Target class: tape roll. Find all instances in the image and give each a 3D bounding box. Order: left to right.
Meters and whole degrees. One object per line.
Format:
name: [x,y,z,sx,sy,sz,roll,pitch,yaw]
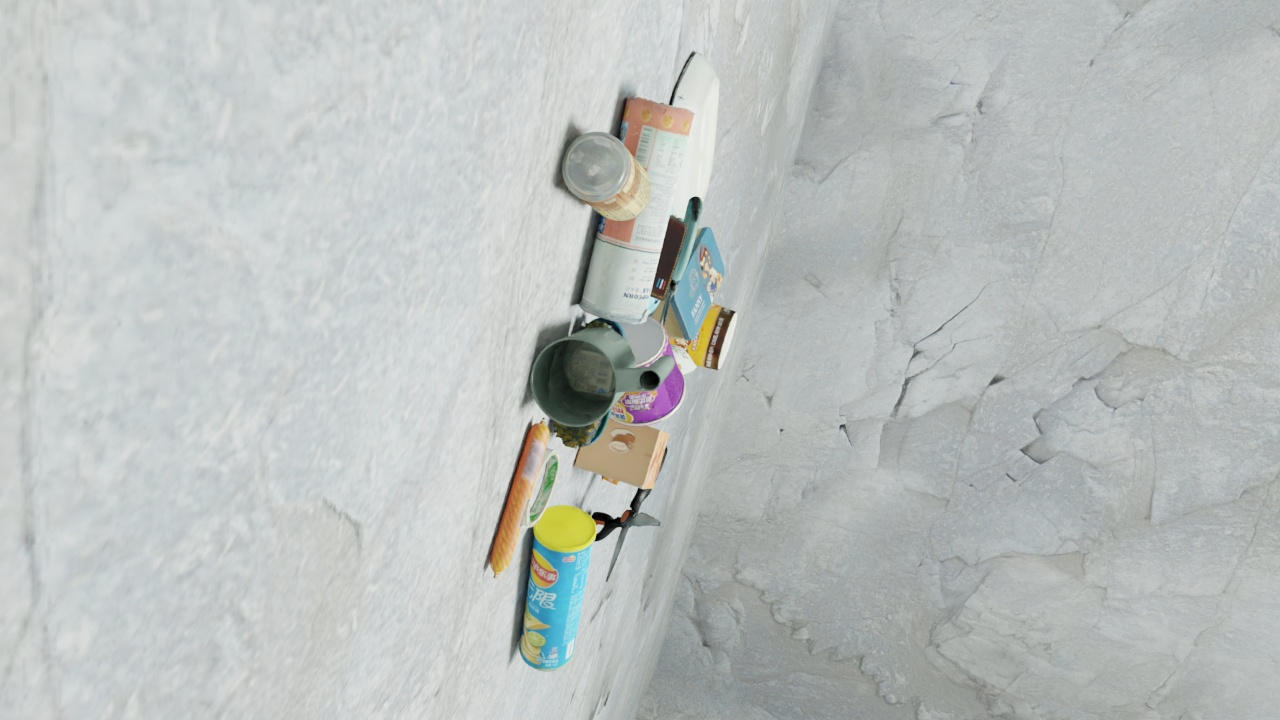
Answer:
tape roll: [-0.109,0.135,0.977,0.085,0.014,0.086,19,89,-79]

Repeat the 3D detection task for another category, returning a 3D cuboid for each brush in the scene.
brush: [-0.050,0.023,0.986,0.073,0.055,0.144,-23,129,-74]

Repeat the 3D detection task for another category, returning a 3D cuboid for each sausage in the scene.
sausage: [-0.119,0.135,0.902,0.021,0.021,0.165,18,89,-79]

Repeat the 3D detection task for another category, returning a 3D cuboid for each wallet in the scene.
wallet: [0.002,-0.124,1.013,0.122,0.020,0.096,15,91,-54]

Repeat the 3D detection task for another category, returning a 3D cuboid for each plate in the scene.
plate: [0.067,-0.268,1.186,0.266,0.034,0.161,90,20,-58]

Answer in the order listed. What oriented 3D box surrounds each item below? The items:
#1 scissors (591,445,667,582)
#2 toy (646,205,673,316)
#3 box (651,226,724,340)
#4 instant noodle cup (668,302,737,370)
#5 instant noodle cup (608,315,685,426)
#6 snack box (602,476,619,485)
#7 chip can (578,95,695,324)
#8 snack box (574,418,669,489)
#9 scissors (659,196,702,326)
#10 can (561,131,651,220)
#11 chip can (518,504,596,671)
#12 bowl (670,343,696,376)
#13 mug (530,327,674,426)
scissors: [-0.013,0.206,1.252,0.234,0.021,0.220,-25,-147,60]
toy: [0.012,-0.123,1.099,0.155,0.050,0.162,-63,161,-51]
box: [0.057,-0.102,1.258,0.090,0.062,0.183,64,34,-35]
instant noodle cup: [0.078,-0.045,1.385,0.118,0.114,0.118,19,89,-80]
instant noodle cup: [-0.006,0.006,1.076,0.099,0.112,0.111,77,31,-52]
snack box: [-0.013,0.110,1.313,0.154,0.026,0.075,114,0,-50]
chip can: [-0.004,-0.148,0.911,0.071,0.071,0.215,-40,145,-71]
snack box: [-0.022,0.114,1.176,0.094,0.093,0.077,38,70,-79]
scissors: [0.047,-0.125,1.123,0.172,0.019,0.176,119,-16,-57]
can: [-0.027,-0.159,0.808,0.116,0.058,0.058,5,102,-79]
chip can: [-0.101,0.271,1.083,0.071,0.071,0.211,-57,162,-55]
bowl: [0.012,0.009,1.212,0.062,0.114,0.113,65,14,0]
mug: [-0.032,0.012,0.887,0.103,0.124,0.084,-40,128,-75]
